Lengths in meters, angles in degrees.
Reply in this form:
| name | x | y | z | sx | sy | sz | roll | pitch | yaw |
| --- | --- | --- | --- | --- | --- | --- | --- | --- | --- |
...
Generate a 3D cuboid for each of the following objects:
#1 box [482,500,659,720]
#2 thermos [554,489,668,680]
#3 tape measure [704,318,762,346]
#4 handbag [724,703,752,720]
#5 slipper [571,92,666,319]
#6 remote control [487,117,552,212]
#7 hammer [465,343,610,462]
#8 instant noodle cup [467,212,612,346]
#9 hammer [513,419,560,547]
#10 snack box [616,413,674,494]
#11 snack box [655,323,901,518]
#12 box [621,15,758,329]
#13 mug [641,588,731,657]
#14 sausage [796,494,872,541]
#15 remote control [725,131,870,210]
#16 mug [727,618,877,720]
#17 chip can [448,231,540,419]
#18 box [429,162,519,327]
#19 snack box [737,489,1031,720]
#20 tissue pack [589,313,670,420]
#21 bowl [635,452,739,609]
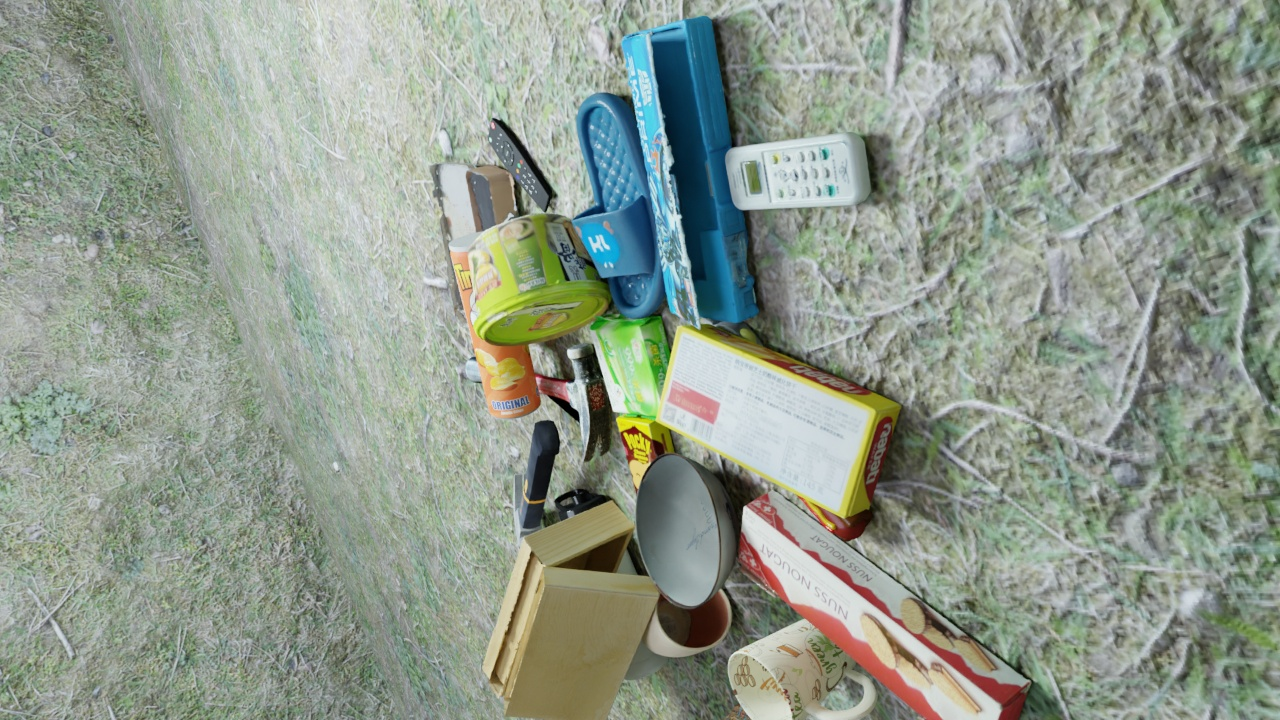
| name | x | y | z | sx | sy | sz | roll | pitch | yaw |
| --- | --- | --- | --- | --- | --- | --- | --- | --- | --- |
| box | -0.083 | 0.294 | 1.021 | 0.148 | 0.140 | 0.249 | 55 | 140 | 39 |
| thermos | -0.041 | 0.272 | 1.137 | 0.230 | 0.068 | 0.101 | 69 | 161 | 0 |
| tape measure | 0.081 | -0.007 | 0.820 | 0.065 | 0.016 | 0.064 | 35 | 136 | 41 |
| handbag | 0.153 | 0.459 | 1.001 | 0.094 | 0.043 | 0.196 | 10 | 126 | 50 |
| slipper | -0.022 | -0.139 | 0.854 | 0.104 | 0.059 | 0.214 | 10 | 116 | 51 |
| remote control | -0.133 | -0.216 | 1.015 | 0.124 | 0.010 | 0.039 | 53 | 146 | 21 |
| hammer | -0.140 | 0.036 | 1.162 | 0.327 | 0.036 | 0.140 | 9 | 115 | 54 |
| instant noodle cup | -0.110 | -0.084 | 0.949 | 0.147 | 0.146 | 0.097 | -38 | 66 | 58 |
| hammer | -0.133 | 0.169 | 1.171 | 0.313 | 0.035 | 0.139 | 110 | 151 | -57 |
| snack box | 0.017 | 0.129 | 0.992 | 0.061 | 0.025 | 0.149 | 6 | 114 | 54 |
| snack box | 0.105 | 0.043 | 0.748 | 0.201 | 0.042 | 0.092 | 25 | 111 | 38 |
| box | 0.030 | -0.149 | 0.760 | 0.091 | 0.066 | 0.243 | 14 | 120 | 54 |
| mug | 0.040 | 0.269 | 1.007 | 0.105 | 0.085 | 0.111 | 123 | 147 | -59 |
| sausage | 0.134 | 0.091 | 0.781 | 0.155 | 0.040 | 0.040 | 48 | 144 | 28 |
| remote control | 0.115 | -0.139 | 0.681 | 0.133 | 0.022 | 0.050 | 10 | 118 | 54 |
| mug | 0.154 | 0.281 | 0.814 | 0.122 | 0.097 | 0.081 | 16 | 122 | 52 |
| chip can | -0.166 | -0.039 | 1.056 | 0.062 | 0.062 | 0.210 | 20 | 126 | 50 |
| box | -0.191 | -0.130 | 1.118 | 0.157 | 0.063 | 0.217 | 13 | 121 | 36 |
| snack box | 0.188 | 0.215 | 0.772 | 0.273 | 0.044 | 0.077 | 35 | 136 | 40 |
| tissue pack | -0.006 | 0.006 | 0.944 | 0.100 | 0.034 | 0.114 | 3 | 114 | 54 |
| bowl | 0.056 | 0.165 | 0.912 | 0.151 | 0.056 | 0.151 | 9 | 101 | 57 |
